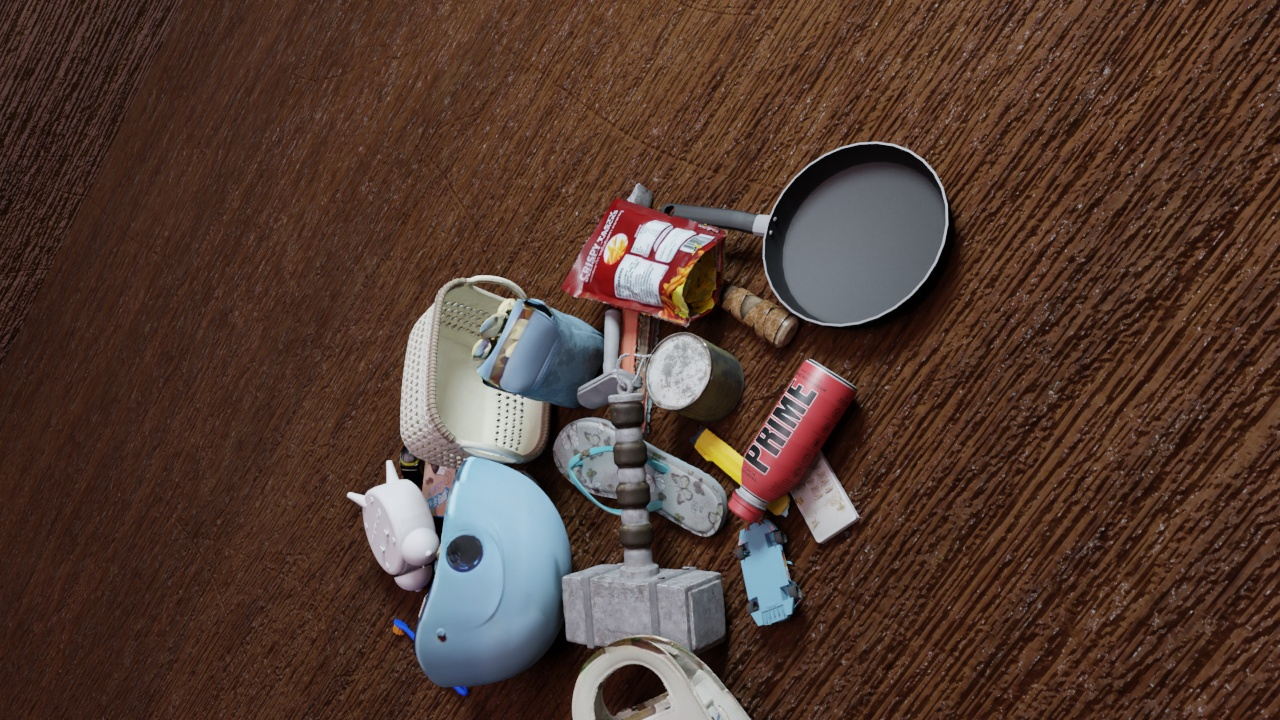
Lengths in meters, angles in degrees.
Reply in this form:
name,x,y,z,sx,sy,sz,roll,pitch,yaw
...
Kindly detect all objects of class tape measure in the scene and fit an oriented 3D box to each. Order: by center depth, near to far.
name,x,y,z,sx,sy,sz,roll,pitch,yaw
tape measure,-0.326,0.144,1.322,0.034,0.061,0.061,0,62,4

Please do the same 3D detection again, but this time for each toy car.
name,x,y,z,sx,sy,sz,roll,pitch,yaw
toy car,0.136,0.223,0.960,0.060,0.027,0.107,-31,50,28

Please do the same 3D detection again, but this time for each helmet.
name,x,y,z,sx,sy,sz,roll,pitch,yaw
helmet,-0.165,0.248,1.086,0.167,0.226,0.265,2,78,0

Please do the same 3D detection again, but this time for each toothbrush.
name,x,y,z,sx,sy,sz,roll,pitch,yaw
toothbrush,-0.288,0.404,1.249,0.183,0.016,0.018,27,99,40

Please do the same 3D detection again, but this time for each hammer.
name,x,y,z,sx,sy,sz,roll,pitch,yaw
hammer,-0.008,0.156,1.009,0.177,0.079,0.326,-6,88,37
hammer,0.064,-0.105,1.107,0.319,0.049,0.121,37,98,38

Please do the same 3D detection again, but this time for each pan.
name,x,y,z,sx,sy,sz,roll,pitch,yaw
pan,0.171,-0.144,1.022,0.356,0.044,0.204,14,84,38

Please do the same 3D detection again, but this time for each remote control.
name,x,y,z,sx,sy,sz,roll,pitch,yaw
remote control,0.177,0.122,0.967,0.050,0.011,0.135,-40,56,22

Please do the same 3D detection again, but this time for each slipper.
name,x,y,z,sx,sy,sz,roll,pitch,yaw
slipper,-0.017,0.132,1.074,0.269,0.054,0.098,15,108,39

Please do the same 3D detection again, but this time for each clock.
name,x,y,z,sx,sy,sz,roll,pitch,yaw
clock,-0.342,0.235,1.275,0.161,0.072,0.126,52,137,28

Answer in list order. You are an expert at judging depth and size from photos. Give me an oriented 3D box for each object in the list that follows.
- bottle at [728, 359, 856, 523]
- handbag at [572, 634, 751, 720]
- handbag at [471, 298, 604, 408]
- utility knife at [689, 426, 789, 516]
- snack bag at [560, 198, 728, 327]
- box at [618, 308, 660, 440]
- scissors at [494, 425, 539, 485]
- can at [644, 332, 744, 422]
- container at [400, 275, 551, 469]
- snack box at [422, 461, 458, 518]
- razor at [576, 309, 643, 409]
name,x,y,z,sx,sy,sz,roll,pitch,yaw
bottle,0.151,0.087,0.948,0.062,0.062,0.176,36,96,39
handbag,0.012,0.379,0.923,0.201,0.092,0.199,-37,80,28
handbag,-0.127,-0.015,1.129,0.119,0.191,0.122,28,96,26
utility knife,0.110,0.123,1.018,0.151,0.017,0.030,40,107,40
snack bag,0.002,-0.121,1.090,0.208,0.066,0.139,21,85,39
box,-0.010,0.005,1.128,0.059,0.056,0.186,3,78,6
scissors,-0.195,0.157,1.249,0.175,0.014,0.141,6,78,44
can,0.062,0.021,1.048,0.090,0.074,0.089,-13,68,34
container,-0.218,0.027,1.203,0.143,0.184,0.245,-29,52,41
snack box,-0.268,0.146,1.290,0.087,0.034,0.151,-12,70,48
razor,-0.036,-0.009,1.113,0.088,0.047,0.116,-29,51,46
